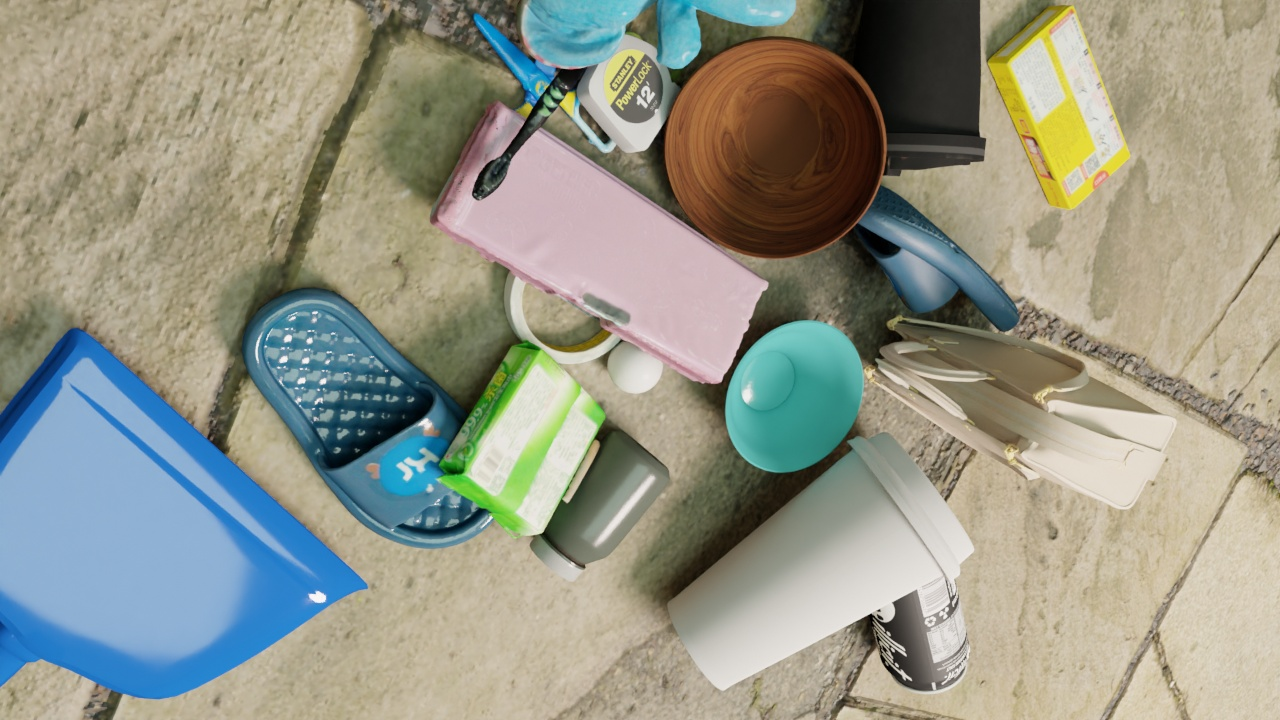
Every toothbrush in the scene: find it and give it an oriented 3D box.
[{"bbox_3d":[-0.051,-0.170,0.572,0.014,0.017,0.187,39,66,-19],"label":"toothbrush"}]

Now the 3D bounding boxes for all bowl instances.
[{"bbox_3d":[0.110,0.023,0.719,0.121,0.046,0.121,-7,109,-21],"label":"bowl"},{"bbox_3d":[0.096,-0.151,0.636,0.147,0.068,0.147,7,118,14],"label":"bowl"}]

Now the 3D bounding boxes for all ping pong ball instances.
[{"bbox_3d":[-0.004,0.004,0.668,0.040,0.040,0.040,-7,108,-21],"label":"ping pong ball"}]

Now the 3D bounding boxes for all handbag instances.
[{"bbox_3d":[0.264,0.026,0.701,0.197,0.194,0.101,15,103,-30],"label":"handbag"}]

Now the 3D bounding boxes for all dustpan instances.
[{"bbox_3d":[-0.349,0.151,0.558,0.257,0.059,0.245,-45,118,-16],"label":"dustpan"}]

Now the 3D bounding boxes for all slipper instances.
[{"bbox_3d":[0.217,-0.077,0.714,0.213,0.103,0.059,26,116,-35],"label":"slipper"},{"bbox_3d":[-0.173,0.048,0.601,0.103,0.059,0.214,-39,116,-5],"label":"slipper"}]

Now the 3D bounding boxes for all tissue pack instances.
[{"bbox_3d":[-0.077,0.056,0.630,0.099,0.034,0.113,50,60,-43],"label":"tissue pack"}]

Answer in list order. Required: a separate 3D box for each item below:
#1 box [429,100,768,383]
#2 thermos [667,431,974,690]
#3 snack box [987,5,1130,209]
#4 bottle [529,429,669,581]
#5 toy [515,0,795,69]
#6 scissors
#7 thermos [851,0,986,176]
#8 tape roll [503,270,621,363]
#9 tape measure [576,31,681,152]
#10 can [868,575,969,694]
[{"bbox_3d":[-0.021,-0.073,0.618,0.232,0.041,0.098,28,79,-25],"label":"box"},{"bbox_3d":[0.135,0.164,0.726,0.222,0.131,0.131,-35,117,6],"label":"thermos"},{"bbox_3d":[0.349,-0.207,0.762,0.075,0.025,0.152,-41,117,-7],"label":"snack box"},{"bbox_3d":[-0.031,0.107,0.678,0.060,0.060,0.108,41,87,-28],"label":"bottle"},{"bbox_3d":[0.011,-0.257,0.557,0.180,0.114,0.183,16,101,-4],"label":"toy"},{"bbox_3d":[-0.059,-0.176,0.604,0.125,0.016,0.125,5,105,-28],"label":"scissors"},{"bbox_3d":[0.197,-0.241,0.649,0.105,0.106,0.219,-3,102,-22],"label":"thermos"},{"bbox_3d":[-0.048,-0.045,0.646,0.094,0.019,0.094,-7,109,-22],"label":"tape roll"},{"bbox_3d":[-0.006,-0.180,0.614,0.065,0.017,0.064,40,72,-31],"label":"tape measure"},{"bbox_3d":[0.243,0.218,0.818,0.080,0.080,0.146,-26,114,-14],"label":"can"}]
